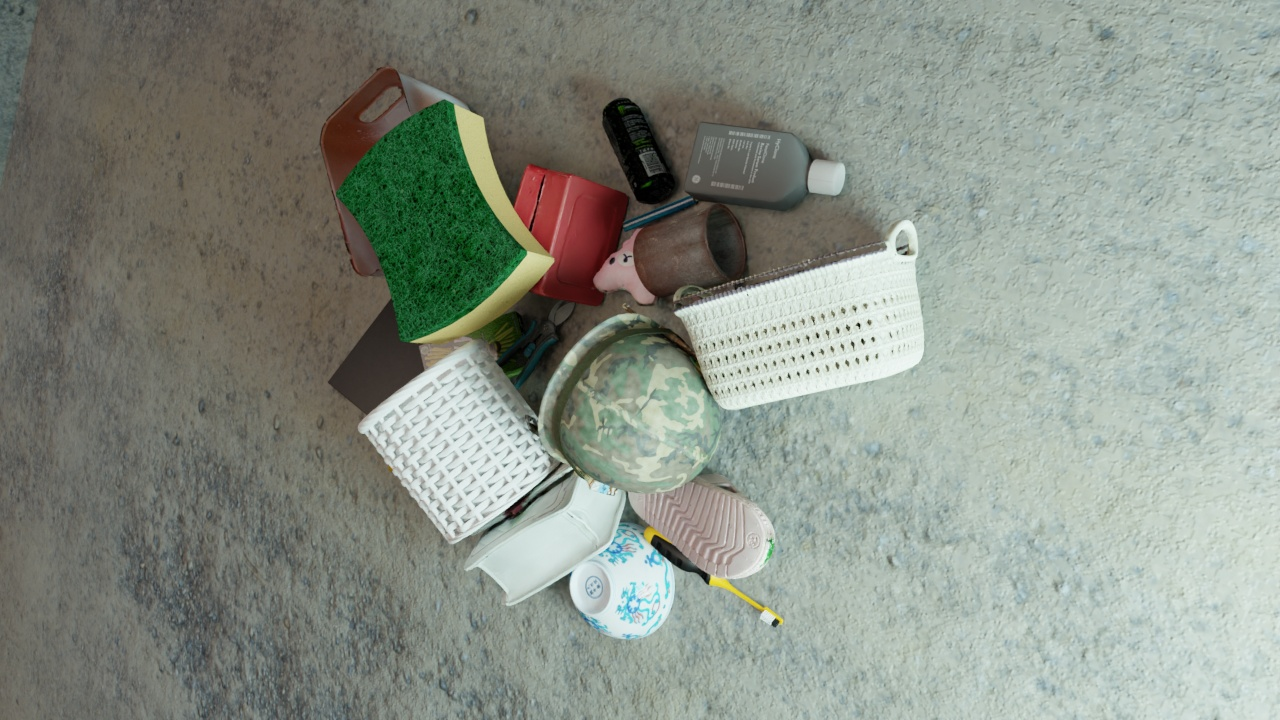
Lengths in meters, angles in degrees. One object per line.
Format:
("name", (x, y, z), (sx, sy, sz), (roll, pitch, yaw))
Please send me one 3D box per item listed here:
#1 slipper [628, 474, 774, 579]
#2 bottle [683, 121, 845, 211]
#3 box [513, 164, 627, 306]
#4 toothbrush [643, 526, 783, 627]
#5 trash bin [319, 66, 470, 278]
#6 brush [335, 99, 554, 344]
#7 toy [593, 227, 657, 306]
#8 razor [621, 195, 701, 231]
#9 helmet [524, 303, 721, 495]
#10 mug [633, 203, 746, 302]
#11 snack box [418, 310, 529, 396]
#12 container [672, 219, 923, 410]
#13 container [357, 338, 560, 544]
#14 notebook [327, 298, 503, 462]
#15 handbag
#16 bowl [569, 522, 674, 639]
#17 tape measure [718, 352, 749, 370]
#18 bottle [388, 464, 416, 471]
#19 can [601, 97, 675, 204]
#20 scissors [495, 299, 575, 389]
("slipper", (0.075, 0.178, 1.057), (0.239, 0.064, 0.094), (22, 102, 52))
("bottle", (0.142, -0.215, 1.035), (0.174, 0.046, 0.083), (14, 90, 27))
("box", (-0.098, -0.154, 1.158), (0.117, 0.135, 0.157), (20, 98, 21))
("toothbrush", (0.082, 0.249, 1.067), (0.197, 0.030, 0.031), (30, 134, 28))
("trash bin", (-0.320, -0.254, 1.306), (0.182, 0.157, 0.259), (-30, 71, 30))
("brush", (-0.241, -0.164, 1.115), (0.195, 0.075, 0.250), (-33, 75, 21))
("toy", (-0.005, -0.120, 1.139), (0.099, 0.052, 0.096), (22, 87, 35))
("razor", (0.041, -0.189, 1.123), (0.144, 0.022, 0.042), (-20, 75, 25))
("helmet", (-0.017, 0.049, 1.022), (0.236, 0.224, 0.193), (34, 92, 29))
("mug", (0.063, -0.112, 1.075), (0.110, 0.096, 0.123), (-9, 107, 40))
("snack box", (-0.227, -0.005, 1.268), (0.148, 0.025, 0.080), (-19, 75, 9))
("container", (0.168, -0.040, 0.940), (0.252, 0.184, 0.143), (-15, 90, 32))
("container", (-0.223, 0.101, 1.159), (0.190, 0.188, 0.187), (-35, 93, 28))
("notebook", (-0.313, 0.029, 1.306), (0.231, 0.019, 0.169), (35, 87, 18))
("handbag", (-0.119, 0.200, 1.149), (0.199, 0.141, 0.096), (-36, 109, 28))
("bowl", (-0.039, 0.273, 1.121), (0.144, 0.074, 0.144), (-3, 85, 35))
("tape measure", (0.100, 0.020, 1.065), (0.066, 0.035, 0.058), (-11, 71, 38))
("bottle", (-0.342, 0.078, 1.351), (0.071, 0.071, 0.163), (-12, 80, 34))
("can", (-0.004, -0.260, 1.144), (0.054, 0.053, 0.137), (-34, 68, 29))
("scissors", (-0.141, -0.019, 1.225), (0.130, 0.019, 0.150), (-5, 78, 13))
